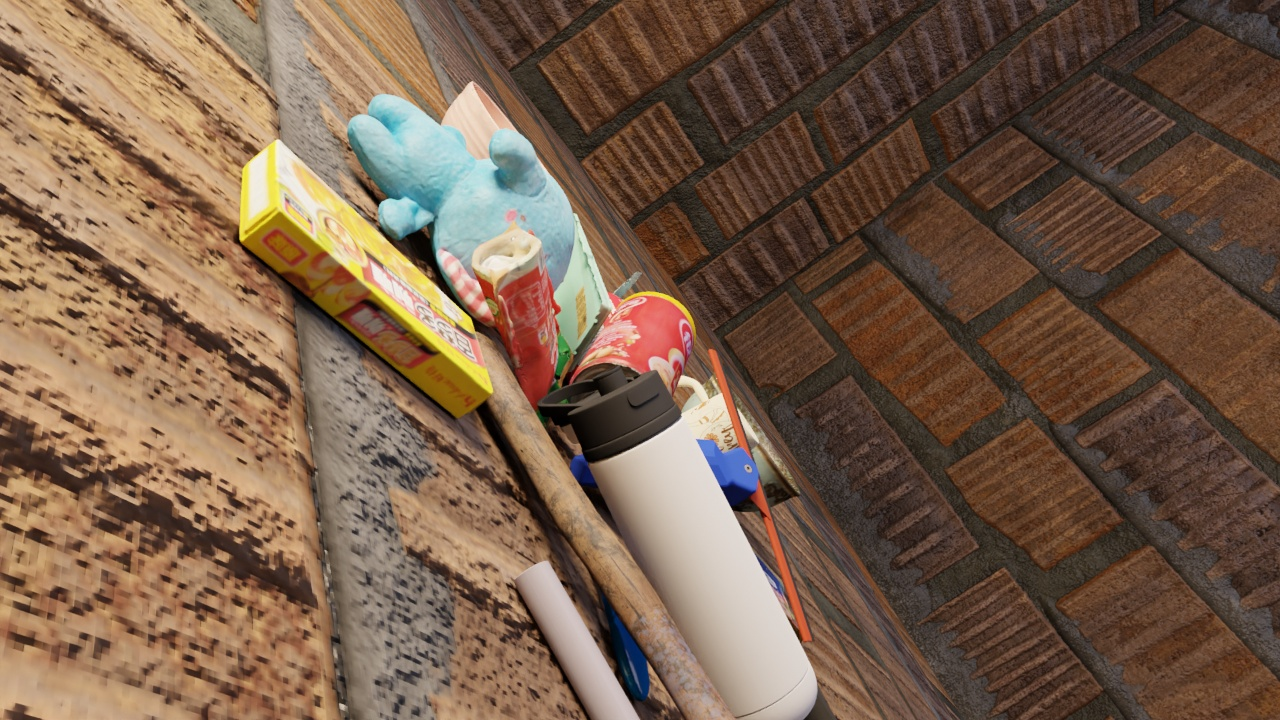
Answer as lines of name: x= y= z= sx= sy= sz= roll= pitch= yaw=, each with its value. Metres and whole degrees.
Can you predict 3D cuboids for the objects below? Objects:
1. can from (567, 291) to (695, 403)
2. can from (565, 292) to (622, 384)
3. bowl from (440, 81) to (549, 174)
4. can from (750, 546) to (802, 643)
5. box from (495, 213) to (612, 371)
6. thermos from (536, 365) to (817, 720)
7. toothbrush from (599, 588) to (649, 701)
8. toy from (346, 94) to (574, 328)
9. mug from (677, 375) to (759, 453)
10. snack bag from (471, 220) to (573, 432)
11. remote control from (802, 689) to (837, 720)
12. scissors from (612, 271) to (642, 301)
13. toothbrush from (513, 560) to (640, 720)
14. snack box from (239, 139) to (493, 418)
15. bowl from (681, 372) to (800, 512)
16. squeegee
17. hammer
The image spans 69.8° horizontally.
can: x=-0.004 y=0.004 z=0.650 sx=0.066 sy=0.067 sz=0.124 roll=53 pitch=27 yaw=-13
can: x=-0.028 y=0.003 z=0.779 sx=0.074 sy=0.074 sz=0.142 roll=48 pitch=10 yaw=-39
bowl: x=-0.145 y=-0.189 z=0.897 sx=0.153 sy=0.076 sz=0.153 roll=52 pitch=7 yaw=-9
can: x=0.083 y=0.190 z=0.722 sx=0.100 sy=0.054 sz=0.059 roll=49 pitch=10 yaw=-31
box: x=-0.074 y=-0.073 z=0.770 sx=0.077 sy=0.091 sz=0.188 roll=51 pitch=8 yaw=-32
thermos: x=0.019 y=0.113 z=0.558 sx=0.101 sy=0.068 sz=0.230 roll=-21 pitch=-84 yaw=55
toothbrush: x=-0.017 y=0.129 z=0.508 sx=0.021 sy=0.016 sz=0.132 roll=33 pitch=19 yaw=-38
toy: x=-0.114 y=-0.118 z=0.640 sx=0.180 sy=0.115 sz=0.182 roll=46 pitch=36 yaw=-23
mug: x=0.047 y=0.066 z=0.874 sx=0.122 sy=0.097 sz=0.081 roll=60 pitch=9 yaw=34
snack bag: x=-0.065 y=-0.010 z=0.603 sx=0.087 sy=0.044 sz=0.155 roll=-77 pitch=157 yaw=-47
remote control: x=0.097 y=0.238 z=0.580 sx=0.133 sy=0.058 sz=0.013 roll=58 pitch=9 yaw=20
scissors: x=-0.031 y=-0.053 z=0.957 sx=0.014 sy=0.130 sz=0.117 roll=-66 pitch=151 yaw=-42
toothbrush: x=-0.002 y=0.173 z=0.400 sx=0.188 sy=0.018 sz=0.019 roll=57 pitch=6 yaw=16
snack box: x=-0.137 y=-0.038 z=0.469 sx=0.152 sy=0.025 sz=0.075 roll=48 pitch=10 yaw=-41
bowl: x=0.090 y=0.103 z=0.992 sx=0.160 sy=0.094 sz=0.159 roll=53 pitch=7 yaw=-10
squeegee: x=0.032 y=0.082 z=0.664 sx=0.184 sy=0.055 sz=0.249 roll=7 pitch=54 yaw=-36
hammer: x=-0.014 y=0.106 z=0.480 sx=0.330 sy=0.033 sz=0.120 roll=52 pitch=3 yaw=32
